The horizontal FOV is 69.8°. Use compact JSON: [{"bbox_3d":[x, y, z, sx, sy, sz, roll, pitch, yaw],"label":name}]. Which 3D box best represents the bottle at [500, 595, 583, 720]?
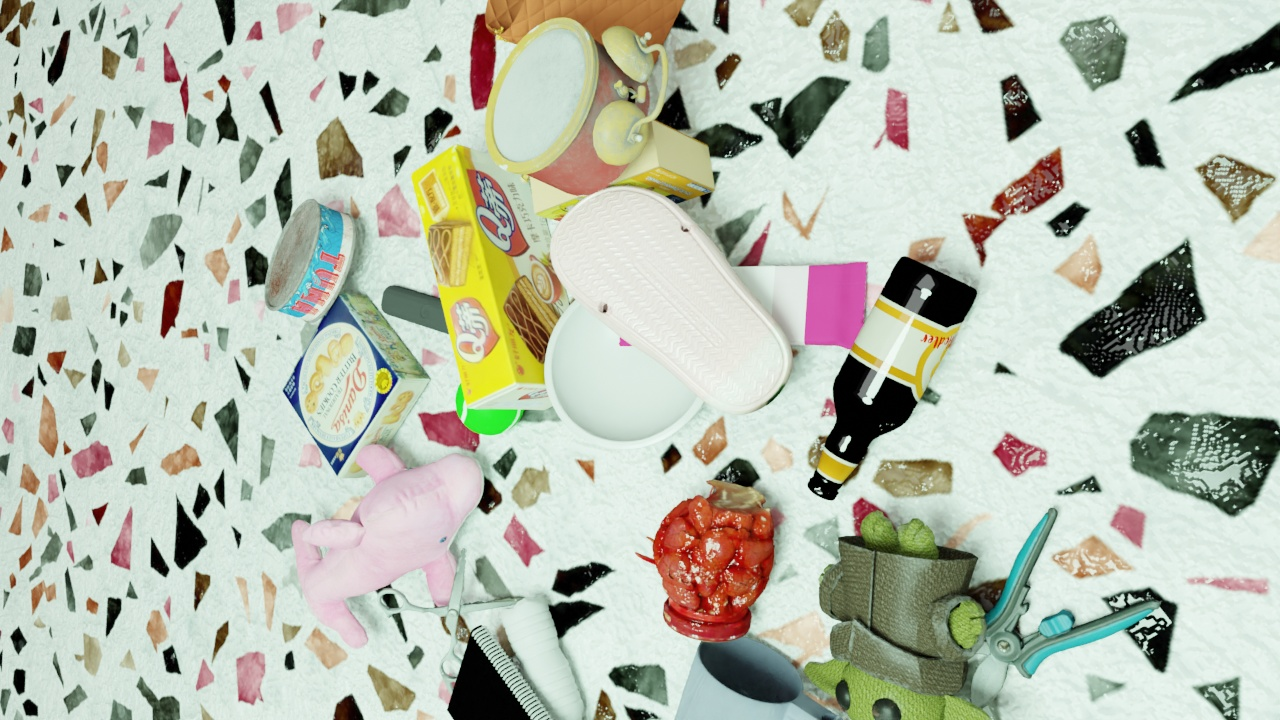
[{"bbox_3d":[-0.084,0.282,0.825,0.044,0.044,0.136,-33,70,28],"label":"bottle"}]

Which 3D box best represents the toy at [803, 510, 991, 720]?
[{"bbox_3d":[0.175,0.183,0.627,0.180,0.078,0.152,2,87,57],"label":"toy"}]

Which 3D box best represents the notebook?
[{"bbox_3d":[-0.102,0.355,0.818,0.206,0.016,0.149,45,134,27],"label":"notebook"}]

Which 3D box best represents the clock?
[{"bbox_3d":[-0.037,-0.186,0.685,0.159,0.081,0.117,-7,74,42],"label":"clock"}]

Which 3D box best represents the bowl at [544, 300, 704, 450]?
[{"bbox_3d":[-0.005,0.004,0.776,0.150,0.043,0.149,-5,75,17],"label":"bowl"}]

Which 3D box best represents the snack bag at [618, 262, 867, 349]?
[{"bbox_3d":[0.077,-0.043,0.726,0.197,0.016,0.070,1,76,21],"label":"snack bag"}]

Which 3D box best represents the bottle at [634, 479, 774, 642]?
[{"bbox_3d":[0.053,0.150,0.717,0.099,0.098,0.111,14,106,34],"label":"bottle"}]

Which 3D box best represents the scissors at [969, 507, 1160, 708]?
[{"bbox_3d":[0.262,0.165,0.612,0.155,0.019,0.124,-19,77,31],"label":"scissors"}]

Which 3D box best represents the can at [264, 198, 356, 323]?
[{"bbox_3d":[-0.364,-0.109,1.009,0.130,0.044,0.129,-25,55,41],"label":"can"}]

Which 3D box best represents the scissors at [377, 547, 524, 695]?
[{"bbox_3d":[-0.185,0.254,0.885,0.141,0.014,0.175,9,110,1],"label":"scissors"}]

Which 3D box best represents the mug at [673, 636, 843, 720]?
[{"bbox_3d":[0.083,0.283,0.687,0.124,0.083,0.104,26,106,29],"label":"mug"}]

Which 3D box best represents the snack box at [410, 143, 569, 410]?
[{"bbox_3d":[-0.127,-0.073,0.833,0.062,0.109,0.230,-24,74,30],"label":"snack box"}]

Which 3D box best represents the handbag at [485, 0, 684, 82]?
[{"bbox_3d":[-0.047,-0.291,0.753,0.060,0.171,0.109,31,104,31],"label":"handbag"}]

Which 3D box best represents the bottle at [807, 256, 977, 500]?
[{"bbox_3d":[0.170,0.019,0.657,0.059,0.059,0.182,33,106,31],"label":"bottle"}]

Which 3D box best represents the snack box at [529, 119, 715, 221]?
[{"bbox_3d":[-0.016,-0.152,0.774,0.126,0.088,0.040,-14,80,33],"label":"snack box"}]

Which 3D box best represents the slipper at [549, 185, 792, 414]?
[{"bbox_3d":[0.026,-0.049,0.707,0.221,0.055,0.107,44,95,13],"label":"slipper"}]

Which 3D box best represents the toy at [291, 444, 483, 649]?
[{"bbox_3d":[-0.266,0.174,0.900,0.266,0.127,0.186,-39,73,24],"label":"toy"}]

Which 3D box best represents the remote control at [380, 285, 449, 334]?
[{"bbox_3d":[-0.214,-0.049,0.947,0.147,0.015,0.033,17,97,34],"label":"remote control"}]

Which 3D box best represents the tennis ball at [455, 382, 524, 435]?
[{"bbox_3d":[-0.141,0.038,0.864,0.065,0.065,0.065,-2,86,34],"label":"tennis ball"}]

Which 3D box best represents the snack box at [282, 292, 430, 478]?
[{"bbox_3d":[-0.311,0.026,0.993,0.145,0.042,0.145,47,112,27],"label":"snack box"}]
